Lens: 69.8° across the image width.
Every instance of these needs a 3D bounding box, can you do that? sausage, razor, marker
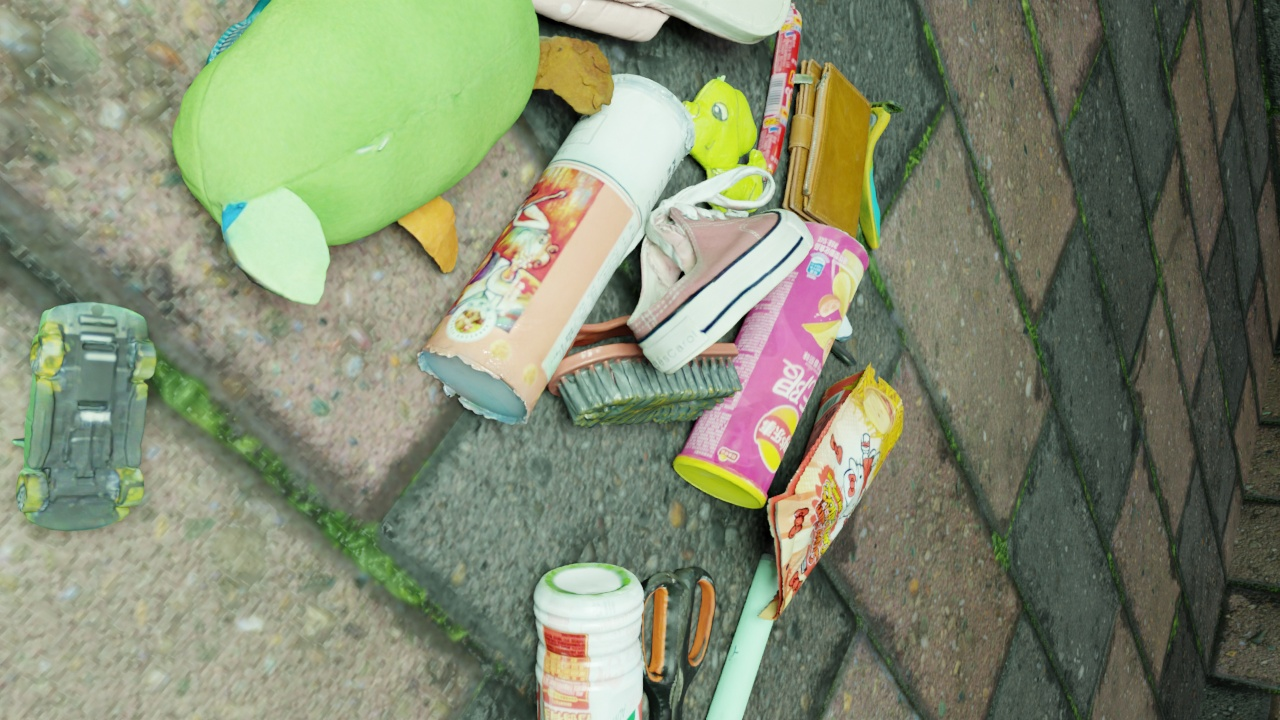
[{"bbox_3d":[0.111,-0.215,0.731,0.020,0.020,0.155,19,79,-46],"label":"sausage"},{"bbox_3d":[0.214,-0.168,0.840,0.028,0.043,0.132,-6,103,-30],"label":"razor"},{"bbox_3d":[0.154,-0.066,0.789,0.018,0.023,0.131,-48,128,-21],"label":"marker"}]

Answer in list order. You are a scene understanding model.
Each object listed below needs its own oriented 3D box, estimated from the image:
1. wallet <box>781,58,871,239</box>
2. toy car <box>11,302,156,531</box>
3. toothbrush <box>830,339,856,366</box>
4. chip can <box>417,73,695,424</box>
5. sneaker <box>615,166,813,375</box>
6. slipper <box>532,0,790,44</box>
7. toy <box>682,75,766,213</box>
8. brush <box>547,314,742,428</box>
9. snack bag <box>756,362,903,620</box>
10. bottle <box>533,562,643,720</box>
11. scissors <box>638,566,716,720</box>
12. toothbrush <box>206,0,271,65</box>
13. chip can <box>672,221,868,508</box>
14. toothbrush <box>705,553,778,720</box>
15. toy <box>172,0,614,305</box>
[{"bbox_3d":[0.158,-0.176,0.774,0.119,0.035,0.130,18,78,-46],"label":"wallet"},{"bbox_3d":[-0.225,0.022,0.370,0.043,0.036,0.091,7,86,-48],"label":"toy car"},{"bbox_3d":[0.139,-0.033,0.778,0.181,0.016,0.018,34,74,-42],"label":"toothbrush"},{"bbox_3d":[-0.044,-0.068,0.536,0.071,0.071,0.214,49,59,-37],"label":"chip can"},{"bbox_3d":[0.043,-0.072,0.600,0.088,0.119,0.240,51,30,-3],"label":"sneaker"},{"bbox_3d":[-0.015,-0.257,0.564,0.273,0.055,0.114,0,88,-38],"label":"slipper"},{"bbox_3d":[0.063,-0.157,0.675,0.096,0.031,0.100,-16,108,-45],"label":"toy"},{"bbox_3d":[-0.004,0.003,0.597,0.145,0.063,0.069,-1,62,-46],"label":"brush"},{"bbox_3d":[0.146,0.096,0.730,0.207,0.073,0.129,-47,147,-45],"label":"snack bag"},{"bbox_3d":[-0.031,0.230,0.574,0.068,0.068,0.197,-9,102,-47],"label":"bottle"},{"bbox_3d":[0.030,0.264,0.673,0.136,0.022,0.235,-23,109,-45],"label":"scissors"},{"bbox_3d":[-0.154,-0.209,0.445,0.016,0.018,0.191,43,63,-41],"label":"toothbrush"},{"bbox_3d":[0.100,0.001,0.682,0.071,0.071,0.210,43,67,-40],"label":"chip can"},{"bbox_3d":[0.072,0.259,0.714,0.026,0.027,0.224,38,65,-37],"label":"toothbrush"},{"bbox_3d":[-0.116,-0.138,0.440,0.246,0.090,0.227,-47,137,-31],"label":"toy"}]
